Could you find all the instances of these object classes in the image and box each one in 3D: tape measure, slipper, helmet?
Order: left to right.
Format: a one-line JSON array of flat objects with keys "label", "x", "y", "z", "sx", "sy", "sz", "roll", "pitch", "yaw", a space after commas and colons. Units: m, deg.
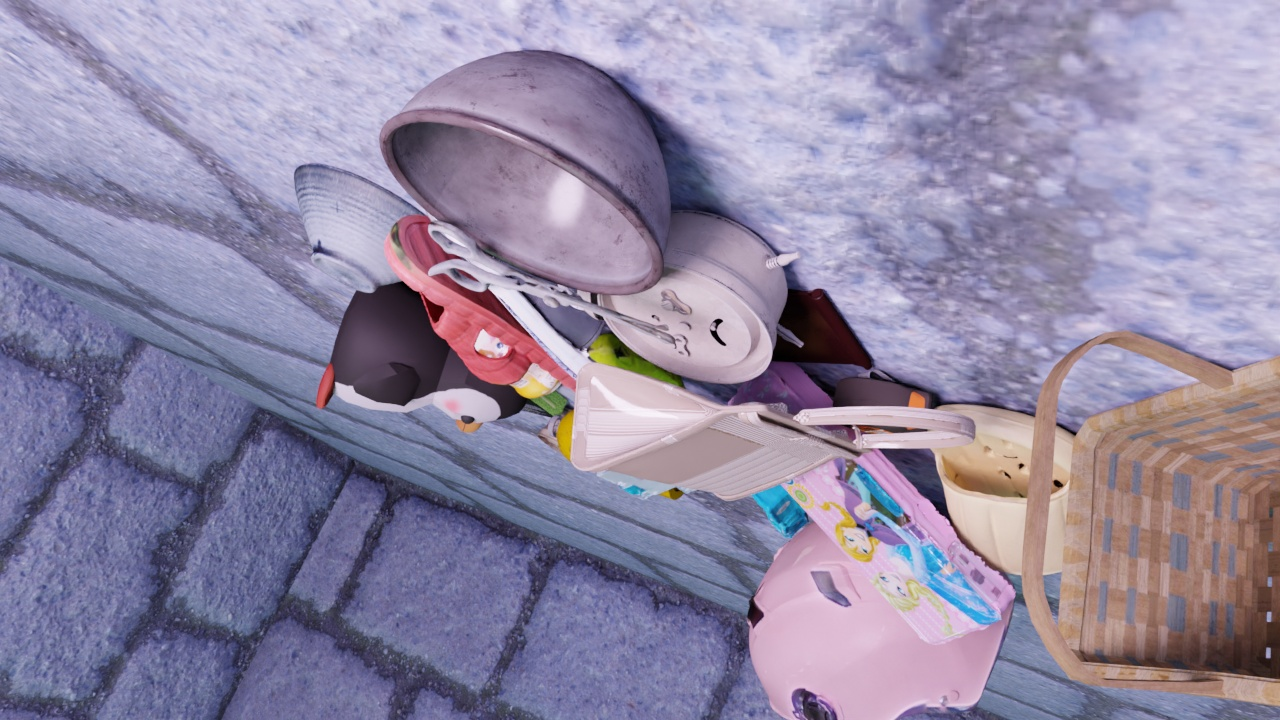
[{"label": "slipper", "x": -0.114, "y": -0.027, "z": 0.699, "sx": 0.248, "sy": 0.059, "sz": 0.103, "roll": 37, "pitch": -162, "yaw": -54}, {"label": "slipper", "x": -0.041, "y": -0.026, "z": 0.623, "sx": 0.264, "sy": 0.063, "sz": 0.111, "roll": 49, "pitch": 177, "yaw": -22}, {"label": "helmet", "x": 0.197, "y": 0.223, "z": 0.838, "sx": 0.256, "sy": 0.229, "sz": 0.152, "roll": -29, "pitch": 101, "yaw": 45}, {"label": "tape measure", "x": 0.158, "y": 0.028, "z": 0.605, "sx": 0.059, "sy": 0.038, "sz": 0.058, "roll": 13, "pitch": 172, "yaw": -6}, {"label": "slipper", "x": 0.277, "y": 0.116, "z": 0.642, "sx": 0.111, "sy": 0.079, "sz": 0.261, "roll": 4, "pitch": 155, "yaw": 42}]

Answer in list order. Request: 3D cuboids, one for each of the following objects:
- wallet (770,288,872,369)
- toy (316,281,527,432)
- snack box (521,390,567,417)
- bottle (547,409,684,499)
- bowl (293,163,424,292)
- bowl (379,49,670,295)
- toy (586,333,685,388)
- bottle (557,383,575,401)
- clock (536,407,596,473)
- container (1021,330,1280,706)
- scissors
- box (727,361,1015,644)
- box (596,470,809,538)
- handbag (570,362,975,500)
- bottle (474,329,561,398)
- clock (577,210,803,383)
[{"label": "wallet", "x": 0.081, "y": -0.022, "z": 0.592, "sx": 0.116, "sy": 0.018, "sz": 0.091, "roll": 8, "pitch": 157, "yaw": 38}, {"label": "toy", "x": -0.189, "y": -0.007, "z": 0.869, "sx": 0.184, "sy": 0.140, "sz": 0.159, "roll": 18, "pitch": -163, "yaw": -11}, {"label": "snack box", "x": -0.156, "y": 0.017, "z": 1.015, "sx": 0.080, "sy": 0.025, "sz": 0.147, "roll": 10, "pitch": 158, "yaw": 39}, {"label": "bottle", "x": -0.025, "y": 0.093, "z": 0.995, "sx": 0.164, "sy": 0.071, "sz": 0.071, "roll": 16, "pitch": 162, "yaw": 26}, {"label": "bowl", "x": -0.221, "y": -0.091, "z": 0.722, "sx": 0.137, "sy": 0.057, "sz": 0.137, "roll": 22, "pitch": 163, "yaw": 7}, {"label": "bowl", "x": -0.044, "y": -0.097, "z": 0.443, "sx": 0.145, "sy": 0.067, "sz": 0.145, "roll": 22, "pitch": 163, "yaw": 7}, {"label": "toy", "x": -0.005, "y": 0.004, "z": 0.757, "sx": 0.093, "sy": 0.036, "sz": 0.094, "roll": 23, "pitch": 171, "yaw": -15}, {"label": "bottle", "x": -0.006, "y": 0.048, "z": 0.871, "sx": 0.072, "sy": 0.046, "sz": 0.161, "roll": 8, "pitch": 157, "yaw": 42}, {"label": "clock", "x": -0.055, "y": 0.099, "z": 1.082, "sx": 0.141, "sy": 0.054, "sz": 0.093, "roll": 25, "pitch": 166, "yaw": 23}, {"label": "container", "x": 0.263, "y": 0.076, "z": 0.409, "sx": 0.186, "sy": 0.157, "sz": 0.250, "roll": 14, "pitch": 164, "yaw": -4}, {"label": "scissors", "x": -0.056, "y": -0.035, "z": 0.503, "sx": 0.161, "sy": 0.014, "sz": 0.118, "roll": 29, "pitch": 162, "yaw": -4}, {"label": "box", "x": 0.150, "y": 0.109, "z": 0.685, "sx": 0.230, "sy": 0.062, "sz": 0.161, "roll": 47, "pitch": 165, "yaw": 8}, {"label": "box", "x": 0.072, "y": 0.104, "z": 0.841, "sx": 0.170, "sy": 0.085, "sz": 0.227, "roll": 11, "pitch": 167, "yaw": 17}, {"label": "handbag", "x": 0.091, "y": 0.044, "z": 0.536, "sx": 0.198, "sy": 0.062, "sz": 0.175, "roll": -5, "pitch": 165, "yaw": 32}, {"label": "bottle", "x": -0.115, "y": -0.013, "z": 0.804, "sx": 0.109, "sy": 0.063, "sz": 0.063, "roll": 37, "pitch": 159, "yaw": -32}, {"label": "clock", "x": 0.015, "y": -0.045, "z": 0.531, "sx": 0.157, "sy": 0.061, "sz": 0.103, "roll": 14, "pitch": 149, "yaw": 20}]
